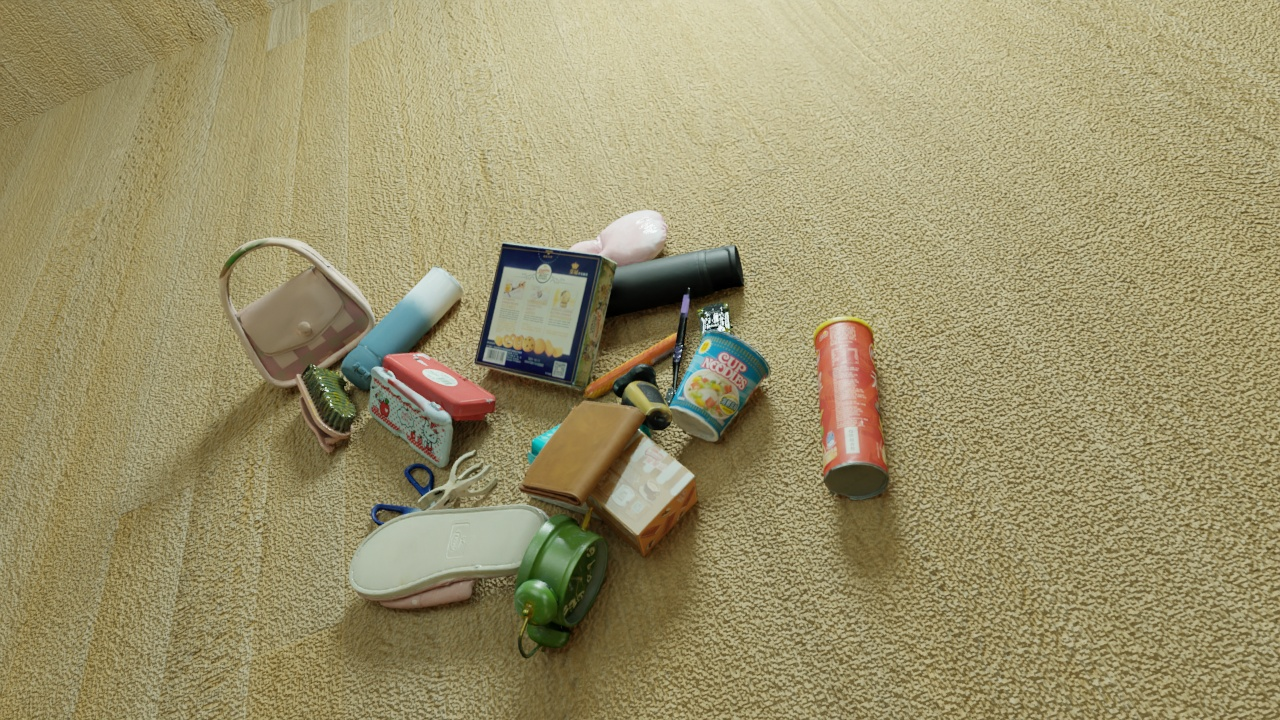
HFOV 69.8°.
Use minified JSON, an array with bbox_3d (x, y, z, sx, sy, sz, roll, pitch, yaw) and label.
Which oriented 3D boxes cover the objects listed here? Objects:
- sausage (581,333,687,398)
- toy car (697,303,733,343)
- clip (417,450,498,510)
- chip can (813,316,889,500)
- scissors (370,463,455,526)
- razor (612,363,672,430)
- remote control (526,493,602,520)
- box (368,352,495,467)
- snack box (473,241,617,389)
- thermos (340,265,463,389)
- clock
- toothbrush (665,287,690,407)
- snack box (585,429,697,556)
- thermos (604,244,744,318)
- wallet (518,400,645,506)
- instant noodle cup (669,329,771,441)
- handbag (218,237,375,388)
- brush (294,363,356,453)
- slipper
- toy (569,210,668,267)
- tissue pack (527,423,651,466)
[{"bbox_3d":[-0.007,0.007,1.225,0.165,0.021,0.021,-31,44,-5],"label":"sausage"},{"bbox_3d":[0.100,-0.039,1.209,0.043,0.036,0.091,-13,47,14],"label":"toy car"},{"bbox_3d":[-0.239,0.153,1.177,0.104,0.035,0.086,-23,44,-5],"label":"clip"},{"bbox_3d":[0.237,0.049,1.041,0.073,0.073,0.216,-9,46,16],"label":"chip can"},{"bbox_3d":[-0.275,0.187,1.187,0.162,0.012,0.162,-14,46,9],"label":"scissors"},{"bbox_3d":[0.008,0.047,1.107,0.062,0.067,0.167,14,8,-12],"label":"razor"},{"bbox_3d":[-0.081,0.157,1.119,0.125,0.024,0.048,11,54,32],"label":"remote control"},{"bbox_3d":[-0.295,0.064,1.290,0.095,0.100,0.201,-7,25,-44],"label":"box"},{"bbox_3d":[-0.133,-0.064,1.270,0.178,0.045,0.182,12,87,32],"label":"snack box"},{"bbox_3d":[-0.367,-0.049,1.409,0.070,0.070,0.220,21,61,37],"label":"thermos"},{"bbox_3d":[-0.089,0.242,0.981,0.056,0.116,0.160,16,55,22],"label":"clock"},{"bbox_3d":[0.050,-0.018,1.202,0.014,0.017,0.188,-3,61,23],"label":"toothbrush"},{"bbox_3d":[-0.001,0.149,1.036,0.093,0.077,0.094,38,71,24],"label":"snack box"},{"bbox_3d":[0.023,-0.111,1.298,0.243,0.068,0.089,-11,19,12],"label":"thermos"},{"bbox_3d":[-0.072,0.099,1.028,0.119,0.035,0.130,1,44,45],"label":"wallet"},{"bbox_3d":[0.090,0.036,1.112,0.099,0.099,0.109,19,67,36],"label":"instant noodle cup"},{"bbox_3d":[-0.538,-0.089,1.399,0.193,0.234,0.093,-35,43,-10],"label":"handbag"},{"bbox_3d":[-0.462,0.072,1.347,0.073,0.063,0.145,-54,46,13],"label":"brush"},{"bbox_3d":[-0.223,0.231,1.088,0.275,0.054,0.114,-14,52,18],"label":"slipper"},{"bbox_3d":[-0.034,-0.173,1.380,0.159,0.054,0.121,-21,37,4],"label":"toy"},{"bbox_3d":[-0.060,0.105,1.117,0.093,0.050,0.133,22,39,40],"label":"tissue pack"}]
